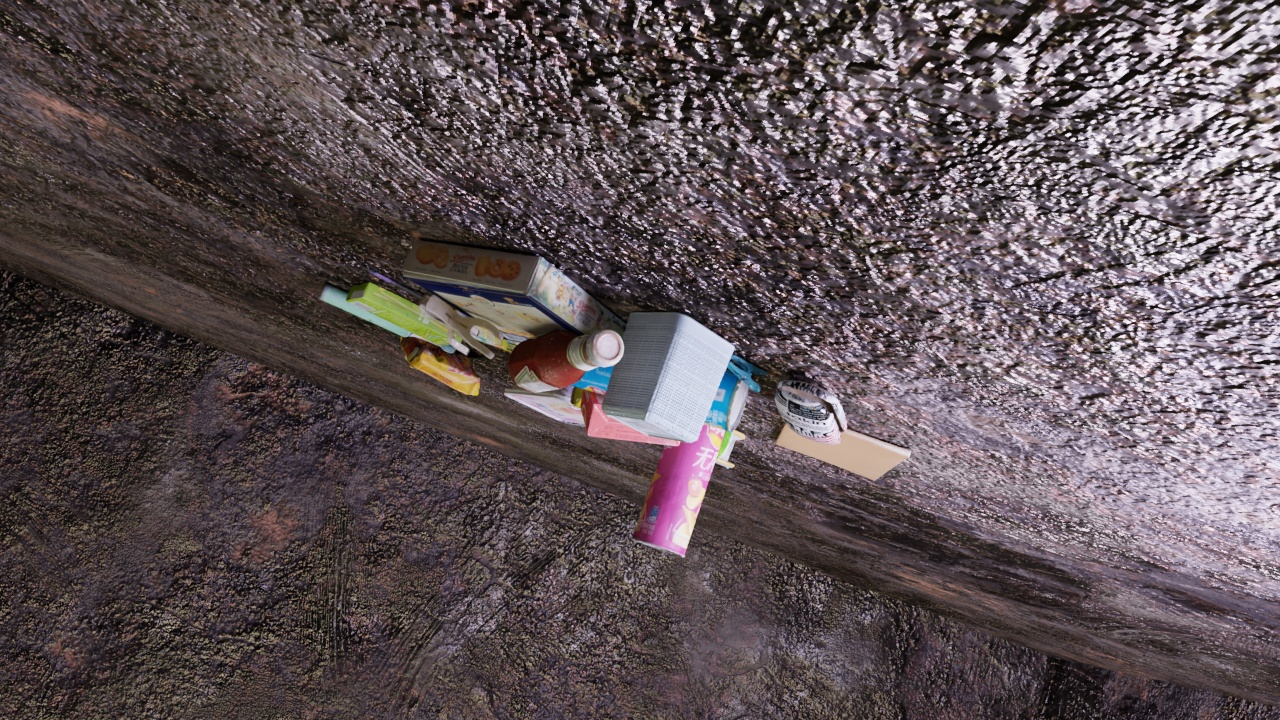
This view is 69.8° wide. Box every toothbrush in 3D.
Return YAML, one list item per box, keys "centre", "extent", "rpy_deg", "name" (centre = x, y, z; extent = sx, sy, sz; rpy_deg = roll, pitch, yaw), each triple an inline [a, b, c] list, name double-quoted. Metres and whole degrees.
- centre: [-0.285, -0.078, 1.217]
  extent: [0.189, 0.016, 0.014]
  rpy_deg: [28, 165, -27]
  name: "toothbrush"
- centre: [-0.386, -0.059, 1.414]
  extent: [0.224, 0.026, 0.027]
  rpy_deg: [27, 143, -27]
  name: "toothbrush"

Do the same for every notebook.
- centre: [0.258, 0.114, 1.208]
  extent: [0.149, 0.012, 0.211]
  rpy_deg: [19, 167, 8]
  name: "notebook"

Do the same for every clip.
- centre: [0.112, 0.011, 0.985]
  extent: [0.057, 0.049, 0.015]
  rpy_deg: [35, 165, -22]
  name: "clip"
- centre: [-0.191, -0.036, 1.014]
  extent: [0.094, 0.035, 0.102]
  rpy_deg: [20, 161, 20]
  name: "clip"

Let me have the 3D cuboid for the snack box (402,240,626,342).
- centre: [-0.130, -0.062, 0.987]
  extent: [0.178, 0.045, 0.182]
  rpy_deg: [11, 164, 33]
  name: "snack box"

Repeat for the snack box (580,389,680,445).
- centre: [-0.013, 0.057, 1.131]
  extent: [0.113, 0.044, 0.127]
  rpy_deg: [7, -163, -10]
  name: "snack box"

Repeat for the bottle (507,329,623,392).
- centre: [-0.075, -0.003, 0.920]
  extent: [0.059, 0.059, 0.206]
  rpy_deg: [25, 164, -23]
  name: "bottle"

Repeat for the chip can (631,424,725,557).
- centre: [0.056, 0.135, 1.148]
  extent: [0.071, 0.210, 0.071]
  rpy_deg: [19, 167, 4]
  name: "chip can"

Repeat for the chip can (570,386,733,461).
- centre: [0.020, 0.068, 1.235]
  extent: [0.221, 0.072, 0.073]
  rpy_deg: [23, 167, -15]
  name: "chip can"

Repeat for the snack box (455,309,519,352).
- centre: [-0.170, -0.035, 1.187]
  extent: [0.140, 0.033, 0.087]
  rpy_deg: [22, 167, -2]
  name: "snack box"

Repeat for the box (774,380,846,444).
- centre: [0.187, 0.064, 1.010]
  extent: [0.072, 0.059, 0.164]
  rpy_deg: [-3, 159, 20]
  name: "box"

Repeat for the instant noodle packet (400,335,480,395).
- centre: [-0.324, 0.004, 1.496]
  extent: [0.128, 0.044, 0.110]
  rpy_deg: [30, -169, -34]
  name: "instant noodle packet"

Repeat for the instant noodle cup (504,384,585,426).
- centre: [-0.109, 0.053, 1.392]
  extent: [0.138, 0.060, 0.174]
  rpy_deg: [29, 165, -34]
  name: "instant noodle cup"

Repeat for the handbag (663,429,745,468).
- centre: [0.047, 0.105, 1.386]
  extent: [0.163, 0.063, 0.179]
  rpy_deg: [29, 168, -29]
  name: "handbag"

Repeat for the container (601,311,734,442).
- centre: [0.025, 0.019, 0.941]
  extent: [0.090, 0.111, 0.090]
  rpy_deg: [30, 163, -36]
  name: "container"

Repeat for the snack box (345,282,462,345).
- centre: [-0.337, -0.065, 1.321]
  extent: [0.156, 0.026, 0.086]
  rpy_deg: [28, 165, -29]
  name: "snack box"

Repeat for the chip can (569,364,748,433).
- centre: [0.015, 0.022, 1.058]
  extent: [0.210, 0.071, 0.071]
  rpy_deg: [15, 166, 17]
  name: "chip can"
